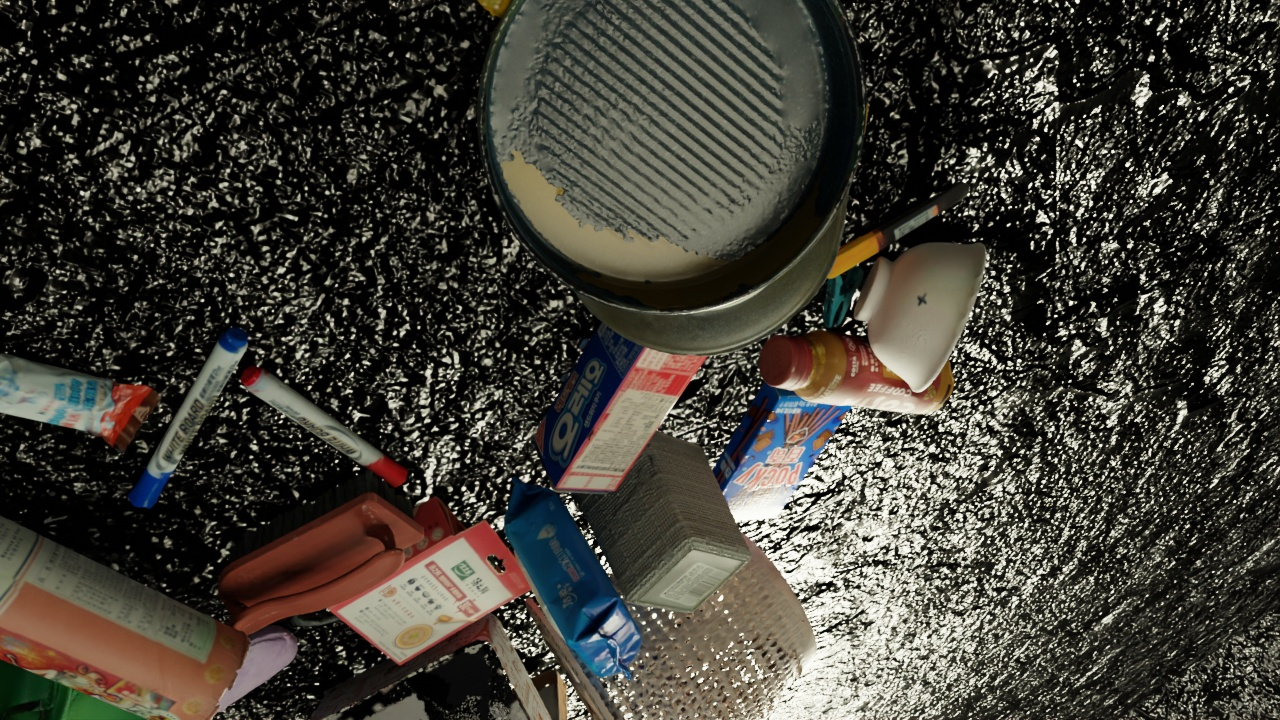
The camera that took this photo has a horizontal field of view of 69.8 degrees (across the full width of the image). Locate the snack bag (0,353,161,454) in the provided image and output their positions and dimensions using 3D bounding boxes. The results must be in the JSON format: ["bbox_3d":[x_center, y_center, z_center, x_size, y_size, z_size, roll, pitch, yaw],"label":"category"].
[{"bbox_3d":[-0.323,0.018,0.497,0.104,0.026,0.048,27,103,-44],"label":"snack bag"}]

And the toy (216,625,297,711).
[{"bbox_3d":[-0.317,0.245,0.719,0.108,0.039,0.084,-35,153,1],"label":"toy"}]

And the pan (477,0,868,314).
[{"bbox_3d":[-0.044,-0.155,0.427,0.357,0.078,0.198,32,102,-21],"label":"pan"}]

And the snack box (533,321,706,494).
[{"bbox_3d":[-0.004,0.004,0.632,0.058,0.057,0.208,8,127,-37],"label":"snack box"}]

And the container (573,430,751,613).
[{"bbox_3d":[0.019,0.129,0.726,0.090,0.114,0.090,22,118,-41],"label":"container"}]

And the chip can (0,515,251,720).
[{"bbox_3d":[-0.342,0.146,0.537,0.071,0.071,0.214,-41,121,14],"label":"chip can"}]

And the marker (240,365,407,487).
[{"bbox_3d":[-0.202,0.045,0.597,0.017,0.017,0.145,-33,139,5],"label":"marker"}]

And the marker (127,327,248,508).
[{"bbox_3d":[-0.271,0.036,0.550,0.017,0.017,0.146,19,121,-40],"label":"marker"}]

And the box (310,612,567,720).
[{"bbox_3d":[-0.173,0.322,0.844,0.183,0.193,0.157,-26,97,-3],"label":"box"}]

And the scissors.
[{"bbox_3d":[-0.197,0.174,0.732,0.159,0.014,0.170,-31,140,2],"label":"scissors"}]

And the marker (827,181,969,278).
[{"bbox_3d":[0.184,-0.096,0.667,0.124,0.015,0.018,-30,137,-2],"label":"marker"}]

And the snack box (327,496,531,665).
[{"bbox_3d":[-0.161,0.165,0.705,0.127,0.044,0.113,-29,139,-6],"label":"snack box"}]

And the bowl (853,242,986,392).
[{"bbox_3d":[0.197,-0.042,0.678,0.065,0.118,0.119,21,129,5],"label":"bowl"}]

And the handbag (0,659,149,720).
[{"bbox_3d":[-0.358,0.222,0.612,0.068,0.120,0.131,-25,141,4],"label":"handbag"}]

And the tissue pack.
[{"bbox_3d":[-0.054,0.164,0.693,0.052,0.157,0.095,-31,143,-8],"label":"tissue pack"}]

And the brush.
[{"bbox_3d":[-0.225,0.138,0.626,0.146,0.069,0.063,-26,138,9],"label":"brush"}]

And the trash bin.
[{"bbox_3d":[0.037,0.255,0.809,0.192,0.227,0.228,-32,140,-16],"label":"trash bin"}]

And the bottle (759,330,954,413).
[{"bbox_3d":[0.172,0.009,0.731,0.174,0.057,0.058,6,128,-33],"label":"bottle"}]

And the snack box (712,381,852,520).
[{"bbox_3d":[0.114,0.080,0.795,0.084,0.026,0.157,2,131,-31],"label":"snack box"}]

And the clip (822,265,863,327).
[{"bbox_3d":[0.150,-0.047,0.696,0.049,0.015,0.057,-14,135,-20],"label":"clip"}]

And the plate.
[{"bbox_3d":[0.037,-0.085,0.529,0.179,0.024,0.179,-2,108,-7],"label":"plate"}]
